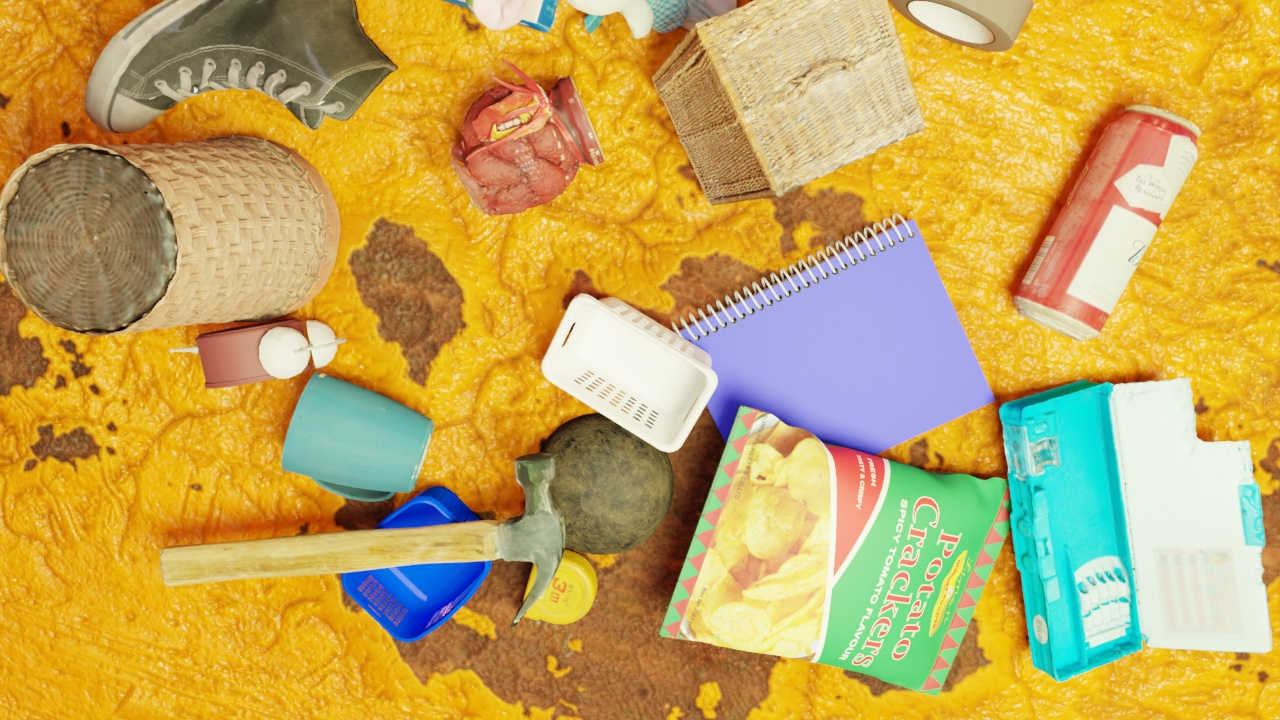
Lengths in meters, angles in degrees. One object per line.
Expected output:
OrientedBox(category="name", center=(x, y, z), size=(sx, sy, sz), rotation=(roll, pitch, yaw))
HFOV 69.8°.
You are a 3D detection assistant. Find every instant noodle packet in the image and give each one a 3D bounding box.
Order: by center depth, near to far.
OrientedBox(category="instant noodle packet", center=(0.163, 0.158, 0.729), size=(0.252, 0.090, 0.196), rotation=(16, 101, -13))

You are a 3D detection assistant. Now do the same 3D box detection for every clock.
OrientedBox(category="clock", center=(-0.303, -0.008, 0.744), size=(0.125, 0.087, 0.044), rotation=(-8, 98, 9))

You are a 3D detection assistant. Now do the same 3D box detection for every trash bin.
OrientedBox(category="trash bin", center=(-0.329, -0.094, 0.669), size=(0.151, 0.210, 0.151), rotation=(1, 99, 3))

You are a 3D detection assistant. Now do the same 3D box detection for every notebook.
OrientedBox(category="notebook", center=(0.153, 0.001, 0.744), size=(0.209, 0.022, 0.171), rotation=(-26, 98, 8))

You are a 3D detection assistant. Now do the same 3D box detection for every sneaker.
OrientedBox(category="sneaker", center=(-0.309, -0.217, 0.709), size=(0.235, 0.095, 0.120), rotation=(-30, 94, 1))

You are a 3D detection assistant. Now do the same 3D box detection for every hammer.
OrientedBox(category="hammer", center=(-0.223, 0.154, 0.733), size=(0.331, 0.033, 0.132), rotation=(-6, 100, 6))

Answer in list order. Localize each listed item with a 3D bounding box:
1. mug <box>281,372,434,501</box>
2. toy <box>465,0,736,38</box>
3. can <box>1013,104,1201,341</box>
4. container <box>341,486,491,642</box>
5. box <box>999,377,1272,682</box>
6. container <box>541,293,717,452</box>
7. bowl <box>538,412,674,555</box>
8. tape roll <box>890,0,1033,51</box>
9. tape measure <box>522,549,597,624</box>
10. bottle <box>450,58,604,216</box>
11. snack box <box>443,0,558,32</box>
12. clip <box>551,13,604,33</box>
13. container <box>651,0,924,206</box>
OrientedBox(category="mug", center=(-0.232, 0.075, 0.762), size=(0.104, 0.084, 0.112), rotation=(17, 129, -8))
OrientedBox(category="toy", center=(-0.009, -0.269, 0.643), size=(0.205, 0.106, 0.131), rotation=(9, 108, -36))
OrientedBox(category="can", center=(0.348, -0.101, 0.688), size=(0.067, 0.067, 0.170), rotation=(25, 100, 0))
OrientedBox(category="container", center=(-0.182, 0.168, 0.777), size=(0.096, 0.058, 0.114), rotation=(45, 100, -4))
OrientedBox(category="box", center=(0.382, 0.128, 0.724), size=(0.181, 0.074, 0.227), rotation=(-10, 99, 6))
OrientedBox(category="container", center=(-0.004, 0.004, 0.728), size=(0.129, 0.049, 0.081), rotation=(31, 116, 7))
OrientedBox(category="bowl", center=(-0.034, 0.108, 0.757), size=(0.121, 0.056, 0.121), rotation=(1, 99, 4))
OrientedBox(category="tape roll", center=(0.229, -0.256, 0.657), size=(0.094, 0.093, 0.030), rotation=(25, 100, 0))
OrientedBox(category="tape measure", center=(-0.067, 0.193, 0.787), size=(0.059, 0.030, 0.068), rotation=(16, 102, 2))
OrientedBox(category="bottle", center=(-0.092, -0.167, 0.697), size=(0.111, 0.099, 0.099), rotation=(-23, 97, 3))
OrientedBox(category="snack box", center=(-0.129, -0.314, 0.693), size=(0.154, 0.033, 0.088), rotation=(20, 103, 11))
OrientedBox(category="clip", center=(-0.031, -0.313, 0.703), size=(0.113, 0.028, 0.127), rotation=(20, 102, 6))
OrientedBox(category="container", center=(0.092, -0.181, 0.629), size=(0.113, 0.198, 0.113), rotation=(-25, 101, -4))
